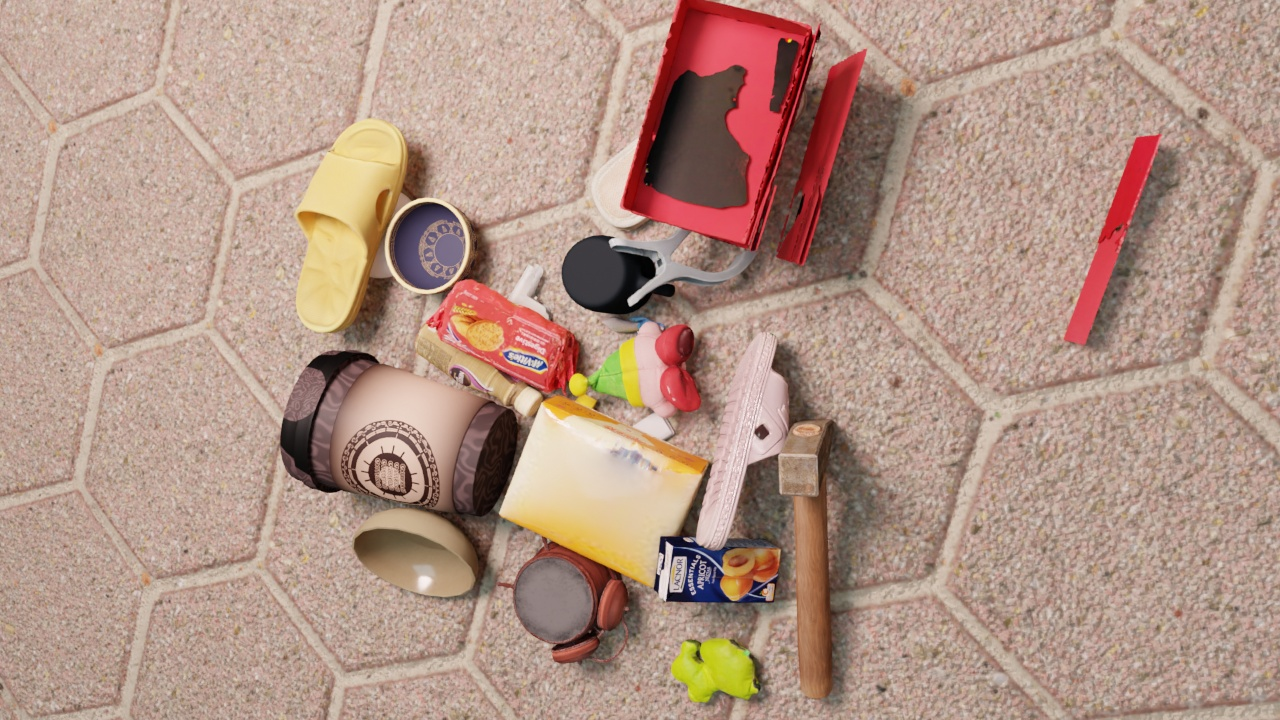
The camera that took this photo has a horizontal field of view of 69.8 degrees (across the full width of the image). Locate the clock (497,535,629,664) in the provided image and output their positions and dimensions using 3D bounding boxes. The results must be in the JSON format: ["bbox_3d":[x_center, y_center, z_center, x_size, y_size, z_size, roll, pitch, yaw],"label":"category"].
[{"bbox_3d":[-0.077,0.276,1.054,0.157,0.072,0.121,42,103,13],"label":"clock"}]

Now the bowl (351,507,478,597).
[{"bbox_3d":[-0.263,0.222,1.097,0.152,0.050,0.153,9,138,8],"label":"bowl"}]

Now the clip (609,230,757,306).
[{"bbox_3d":[0.043,-0.128,0.979,0.162,0.028,0.112,-19,88,-24],"label":"clip"}]

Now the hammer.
[{"bbox_3d":[0.179,0.212,0.955,0.037,0.157,0.301,0,104,18],"label":"hammer"}]

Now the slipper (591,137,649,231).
[{"bbox_3d":[0.059,-0.236,1.008,0.263,0.052,0.115,-32,81,15],"label":"slipper"}]

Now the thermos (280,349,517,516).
[{"bbox_3d":[-0.273,0.091,1.070,0.226,0.172,0.173,14,95,11],"label":"thermos"}]

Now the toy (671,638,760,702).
[{"bbox_3d":[0.085,0.345,1.023,0.094,0.036,0.094,47,109,18],"label":"toy"}]

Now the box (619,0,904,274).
[{"bbox_3d":[0.079,-0.200,0.760,0.198,0.350,0.217,18,100,7],"label":"box"}]

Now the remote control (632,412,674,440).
[{"bbox_3d":[-0.022,0.104,1.063,0.131,0.012,0.033,-34,81,16],"label":"remote control"}]

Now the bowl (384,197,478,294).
[{"bbox_3d":[-0.242,-0.135,1.103,0.112,0.061,0.112,0,91,18],"label":"bowl"}]

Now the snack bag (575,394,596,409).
[{"bbox_3d":[-0.080,0.087,1.078,0.026,0.020,0.099,26,99,15],"label":"snack bag"}]

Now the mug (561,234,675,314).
[{"bbox_3d":[-0.020,-0.090,1.015,0.122,0.094,0.085,16,96,17],"label":"mug"}]

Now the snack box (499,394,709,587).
[{"bbox_3d":[-0.042,0.143,1.022,0.195,0.080,0.145,23,101,9],"label":"snack box"}]

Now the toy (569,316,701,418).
[{"bbox_3d":[-0.006,0.006,1.020,0.132,0.096,0.124,-11,85,42],"label":"toy"}]

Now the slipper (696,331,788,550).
[{"bbox_3d":[0.118,0.085,0.957,0.064,0.094,0.239,18,78,-4],"label":"slipper"}]

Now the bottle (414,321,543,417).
[{"bbox_3d":[-0.189,0.009,1.091,0.166,0.059,0.060,33,101,13],"label":"bottle"}]

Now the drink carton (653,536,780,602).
[{"bbox_3d":[0.081,0.223,0.982,0.130,0.040,0.064,6,93,-20],"label":"drink carton"}]

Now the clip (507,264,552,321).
[{"bbox_3d":[-0.138,-0.060,1.086,0.056,0.056,0.102,43,105,37],"label":"clip"}]

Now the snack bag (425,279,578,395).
[{"bbox_3d":[-0.150,-0.029,1.046,0.176,0.082,0.082,26,99,-6],"label":"snack bag"}]

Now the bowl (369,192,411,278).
[{"bbox_3d":[-0.334,-0.161,1.138,0.115,0.050,0.114,0,91,18],"label":"bowl"}]

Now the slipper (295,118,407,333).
[{"bbox_3d":[-0.356,-0.160,1.077,0.099,0.078,0.263,19,97,19],"label":"slipper"}]
